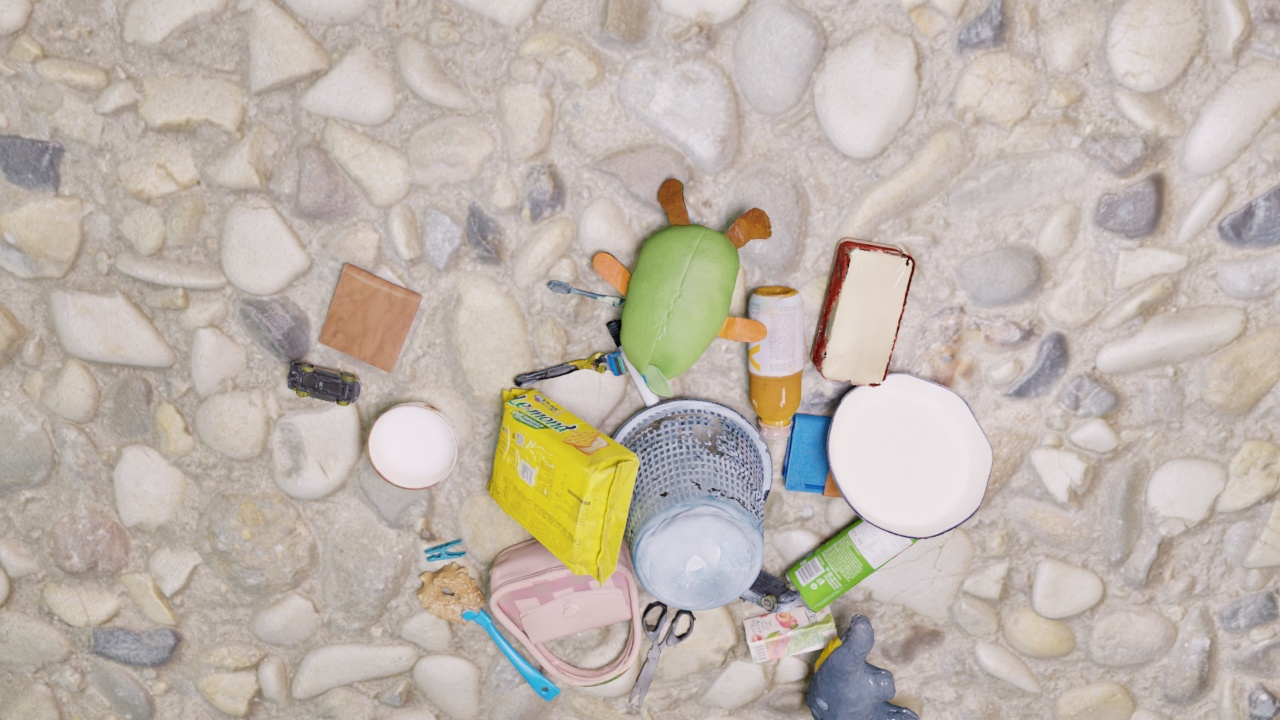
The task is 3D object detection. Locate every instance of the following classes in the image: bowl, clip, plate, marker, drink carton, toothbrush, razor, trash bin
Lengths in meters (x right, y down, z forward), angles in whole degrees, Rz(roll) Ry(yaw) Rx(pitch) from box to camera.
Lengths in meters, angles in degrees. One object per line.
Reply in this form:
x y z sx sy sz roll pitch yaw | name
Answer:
-0.285 0.101 1.168 0.113 0.062 0.113 -1 108 -2 | bowl
-0.265 0.260 1.244 0.056 0.014 0.041 -14 107 5 | clip
0.329 0.119 1.142 0.205 0.046 0.204 1 74 -3 | plate
-0.007 0.007 1.162 0.023 0.018 0.131 -20 107 25 | marker
0.207 0.376 1.264 0.122 0.053 0.045 -14 111 4 | drink carton
-0.023 -0.070 1.138 0.191 0.018 0.016 14 107 -5 | toothbrush
-0.091 0.012 1.163 0.143 0.022 0.043 -12 139 5 | razor
0.063 0.187 1.119 0.226 0.194 0.227 0 112 -1 | trash bin

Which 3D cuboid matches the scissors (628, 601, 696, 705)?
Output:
0.013 0.413 1.298 0.172 0.014 0.145 -33 106 12 | scissors

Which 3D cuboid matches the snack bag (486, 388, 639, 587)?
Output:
-0.106 0.144 1.108 0.068 0.247 0.158 -4 113 -42 | snack bag

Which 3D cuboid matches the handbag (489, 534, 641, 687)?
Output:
-0.086 0.346 1.245 0.193 0.093 0.234 -14 115 5 | handbag

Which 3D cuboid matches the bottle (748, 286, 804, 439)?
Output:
0.168 0.005 1.137 0.068 0.068 0.190 -2 108 0 | bottle

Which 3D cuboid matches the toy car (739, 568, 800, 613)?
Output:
0.153 0.299 1.211 0.121 0.054 0.037 20 114 40 | toy car

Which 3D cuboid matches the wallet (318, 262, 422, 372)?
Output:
-0.337 -0.051 1.142 0.101 0.020 0.115 23 109 -6 | wallet

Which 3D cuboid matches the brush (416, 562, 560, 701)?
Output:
-0.204 0.377 1.260 0.083 0.046 0.254 -41 98 8 | brush

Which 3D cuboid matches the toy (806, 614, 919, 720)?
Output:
0.305 0.475 1.265 0.138 0.091 0.356 -19 123 18 | toy

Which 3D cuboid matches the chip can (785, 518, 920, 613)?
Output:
0.304 0.239 1.211 0.236 0.072 0.072 -39 104 11 | chip can

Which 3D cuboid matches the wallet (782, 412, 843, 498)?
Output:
0.256 0.126 1.194 0.133 0.040 0.106 6 103 -2 | wallet

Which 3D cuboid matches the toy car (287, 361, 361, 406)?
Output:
-0.396 0.027 1.157 0.090 0.035 0.042 15 108 -6 | toy car

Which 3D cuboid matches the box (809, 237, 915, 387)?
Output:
0.267 -0.056 1.113 0.091 0.079 0.168 9 107 -4 | box

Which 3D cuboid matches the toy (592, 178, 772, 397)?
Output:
0.048 -0.083 1.091 0.227 0.090 0.247 25 100 11 | toy
